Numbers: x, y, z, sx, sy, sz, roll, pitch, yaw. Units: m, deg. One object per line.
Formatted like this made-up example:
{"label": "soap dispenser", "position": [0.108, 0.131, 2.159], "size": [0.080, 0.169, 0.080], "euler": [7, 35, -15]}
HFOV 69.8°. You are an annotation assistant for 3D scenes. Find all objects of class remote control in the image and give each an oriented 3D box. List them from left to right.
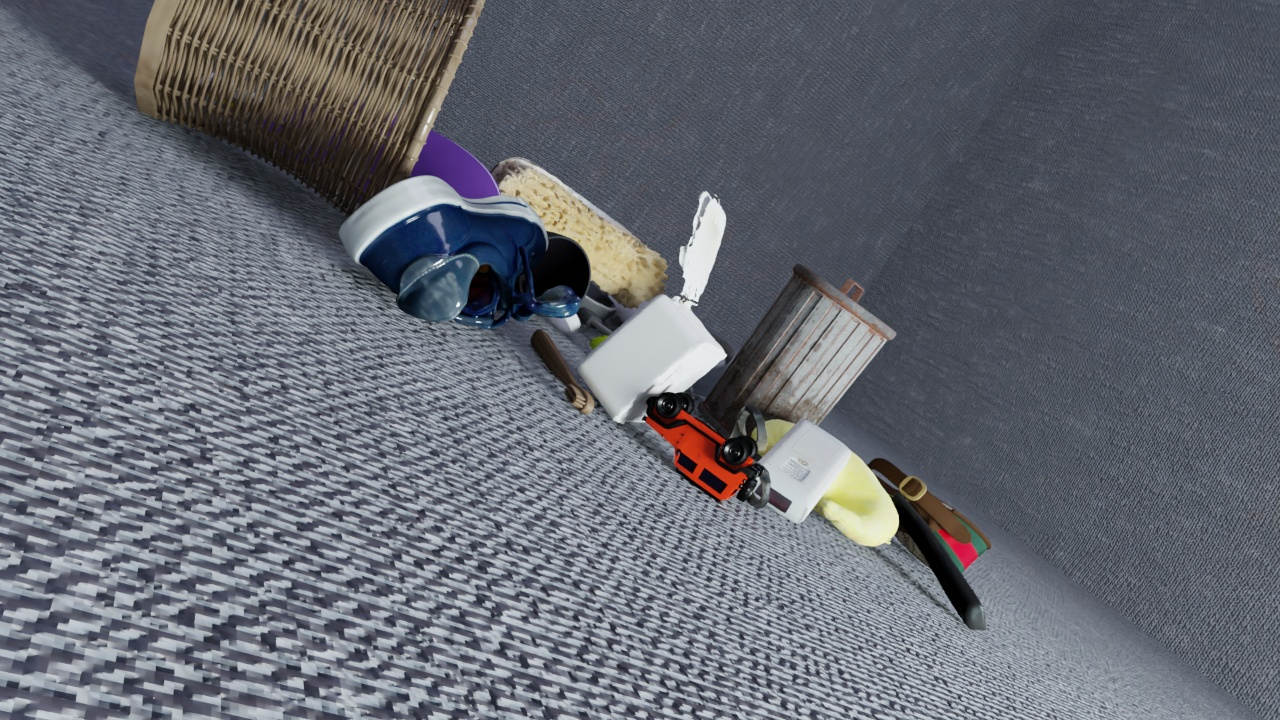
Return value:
{"label": "remote control", "position": [0.142, 0.095, 0.817], "size": [0.060, 0.025, 0.138], "euler": [34, 31, 16]}
{"label": "remote control", "position": [0.276, 0.186, 0.858], "size": [0.151, 0.020, 0.041], "euler": [-114, -179, -52]}

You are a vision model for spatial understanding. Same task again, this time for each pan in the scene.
{"label": "pan", "position": [-0.064, -0.052, 1.072], "size": [0.178, 0.041, 0.357], "euler": [28, 14, -49]}

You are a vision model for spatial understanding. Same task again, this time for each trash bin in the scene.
{"label": "trash bin", "position": [0.173, 0.002, 1.008], "size": [0.131, 0.211, 0.130], "euler": [34, 10, -7]}

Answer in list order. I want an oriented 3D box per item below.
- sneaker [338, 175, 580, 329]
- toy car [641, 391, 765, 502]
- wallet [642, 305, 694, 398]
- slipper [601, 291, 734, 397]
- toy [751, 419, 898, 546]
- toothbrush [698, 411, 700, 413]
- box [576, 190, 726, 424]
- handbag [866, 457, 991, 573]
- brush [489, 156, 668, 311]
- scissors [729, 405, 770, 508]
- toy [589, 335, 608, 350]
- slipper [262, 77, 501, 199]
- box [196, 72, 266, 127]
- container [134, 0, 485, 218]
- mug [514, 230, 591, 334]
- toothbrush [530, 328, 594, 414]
{"label": "sneaker", "position": [-0.113, -0.062, 0.713], "size": [0.127, 0.121, 0.294], "euler": [56, 10, 1]}
{"label": "toy car", "position": [0.044, 0.063, 0.678], "size": [0.100, 0.049, 0.051], "euler": [35, 7, 14]}
{"label": "wallet", "position": [0.030, -0.010, 1.064], "size": [0.116, 0.032, 0.086], "euler": [-108, 174, -58]}
{"label": "slipper", "position": [0.019, -0.035, 1.200], "size": [0.247, 0.075, 0.112], "euler": [35, 37, 29]}
{"label": "toy", "position": [0.185, 0.119, 0.898], "size": [0.154, 0.065, 0.170], "euler": [11, 26, -51]}
{"label": "toothbrush", "position": [0.098, 0.062, 1.120], "size": [0.016, 0.014, 0.166], "euler": [35, 7, 17]}
{"label": "box", "position": [0.033, -0.032, 0.724], "size": [0.083, 0.190, 0.110], "euler": [34, 4, 13]}
{"label": "handbag", "position": [0.290, 0.161, 0.963], "size": [0.138, 0.063, 0.166], "euler": [45, -2, -1]}
{"label": "brush", "position": [-0.073, -0.147, 1.096], "size": [0.271, 0.083, 0.056], "euler": [31, 11, -40]}
{"label": "scissors", "position": [0.077, 0.064, 0.768], "size": [0.012, 0.132, 0.169], "euler": [-4, 32, -11]}
{"label": "toy", "position": [-0.006, 0.005, 0.930], "size": [0.094, 0.036, 0.093], "euler": [20, 22, -17]}
{"label": "slipper", "position": [-0.261, -0.206, 0.982], "size": [0.266, 0.107, 0.084], "euler": [28, 7, -4]}
{"label": "box", "position": [-0.433, -0.278, 0.985], "size": [0.064, 0.033, 0.209], "euler": [33, 5, 16]}
{"label": "container", "position": [-0.260, -0.239, 0.733], "size": [0.196, 0.227, 0.227], "euler": [24, 9, -19]}
{"label": "mug", "position": [-0.105, -0.081, 0.957], "size": [0.100, 0.084, 0.119], "euler": [22, -35, 53]}
{"label": "toothbrush", "position": [-0.066, 0.005, 0.725], "size": [0.016, 0.016, 0.167], "euler": [31, 7, -26]}
